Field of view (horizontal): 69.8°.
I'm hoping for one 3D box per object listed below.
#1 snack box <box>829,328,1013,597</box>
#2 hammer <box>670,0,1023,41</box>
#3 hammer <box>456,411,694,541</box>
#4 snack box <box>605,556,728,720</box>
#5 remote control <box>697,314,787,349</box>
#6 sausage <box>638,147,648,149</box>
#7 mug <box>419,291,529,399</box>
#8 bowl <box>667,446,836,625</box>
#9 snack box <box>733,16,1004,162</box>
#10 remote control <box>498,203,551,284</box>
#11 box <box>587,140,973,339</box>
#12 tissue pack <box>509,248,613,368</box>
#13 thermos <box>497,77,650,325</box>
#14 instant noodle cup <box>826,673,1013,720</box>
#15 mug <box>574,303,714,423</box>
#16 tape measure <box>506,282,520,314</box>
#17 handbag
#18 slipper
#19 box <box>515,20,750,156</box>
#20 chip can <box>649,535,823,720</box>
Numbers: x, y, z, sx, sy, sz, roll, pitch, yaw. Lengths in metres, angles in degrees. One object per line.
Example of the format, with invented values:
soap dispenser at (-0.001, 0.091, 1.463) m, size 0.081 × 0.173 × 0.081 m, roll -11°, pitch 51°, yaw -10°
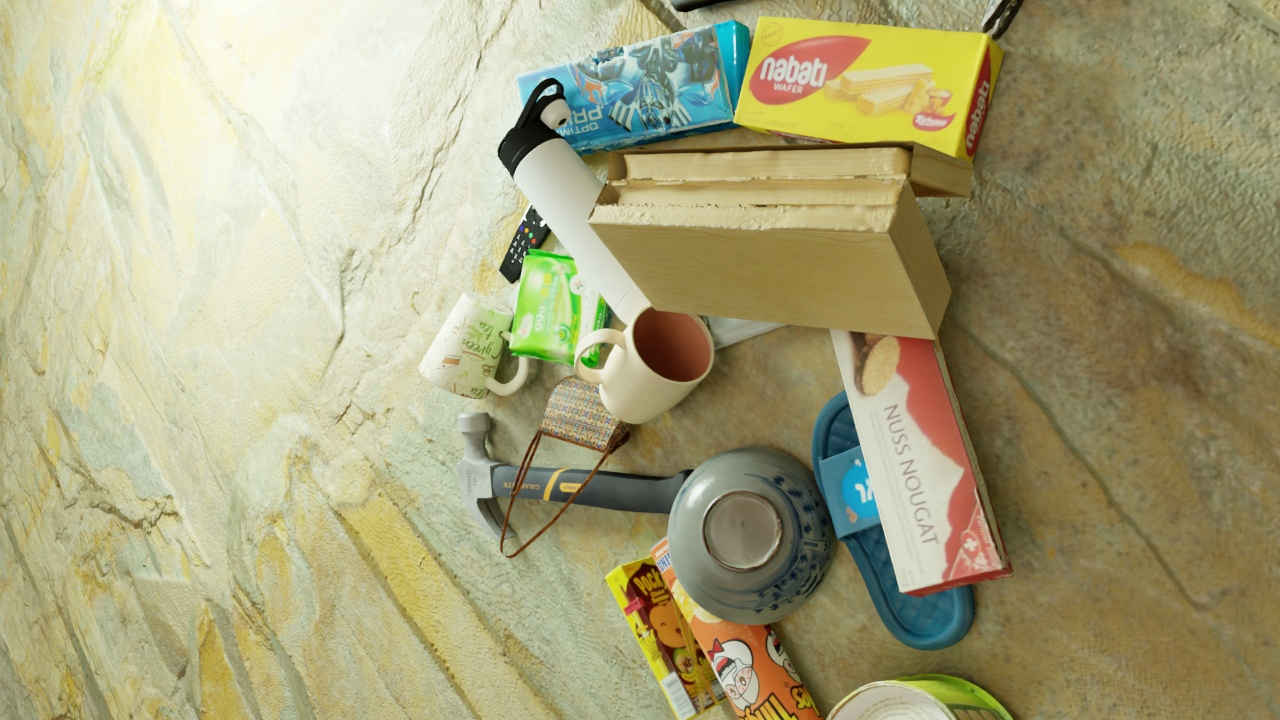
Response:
snack box at (0.195, 0.031, 0.680) m, size 0.077 × 0.044 × 0.272 m, roll -22°, pitch 63°, yaw 28°
hammer at (0.161, -0.319, 0.750) m, size 0.327 × 0.036 × 0.140 m, roll 6°, pitch 93°, yaw 38°
hammer at (-0.072, 0.122, 0.943) m, size 0.313 × 0.035 × 0.139 m, roll -2°, pitch 92°, yaw 37°
snack box at (0.026, 0.255, 0.852) m, size 0.026 × 0.061 × 0.149 m, roll -43°, pitch 67°, yaw 30°
remote control at (0.101, -0.048, 0.810) m, size 0.134 × 0.022 × 0.050 m, roll -20°, pitch 79°, yaw 37°
sausage at (0.044, -0.162, 0.840) m, size 0.156 × 0.040 × 0.040 m, roll 25°, pitch 106°, yaw 35°
mug at (-0.169, -0.010, 0.992) m, size 0.122 × 0.081 × 0.097 m, roll 32°, pitch 103°, yaw 27°
bowl at (0.088, 0.143, 0.767) m, size 0.151 × 0.057 × 0.150 m, roll -3°, pitch 76°, yaw 13°
snack box at (0.176, -0.218, 0.735) m, size 0.201 × 0.042 × 0.092 m, roll 21°, pitch 102°, yaw 35°
remote control at (-0.115, -0.138, 0.982) m, size 0.039 × 0.010 × 0.125 m, roll 47°, pitch 118°, yaw 27°
box at (0.099, -0.109, 0.688) m, size 0.249 × 0.140 × 0.148 m, roll 8°, pitch 74°, yaw 36°
tissue pack at (-0.078, -0.051, 0.925) m, size 0.100 × 0.034 × 0.114 m, roll 8°, pitch 88°, yaw 23°
thermos at (-0.043, -0.147, 0.864) m, size 0.101 × 0.068 × 0.230 m, roll -45°, pitch 77°, yaw 30°
instant noodle cup at (0.202, 0.301, 0.668) m, size 0.146 × 0.097 × 0.146 m, roll -18°, pitch 58°, yaw 33°
mug at (-0.005, 0.005, 0.833) m, size 0.105 × 0.111 × 0.085 m, roll 127°, pitch 152°, yaw -52°
tape measure at (-0.110, -0.061, 0.976) m, size 0.064 × 0.016 × 0.065 m, roll -48°, pitch 64°, yaw 28°
handbag at (-0.075, 0.106, 0.885) m, size 0.094 × 0.043 × 0.195 m, roll 13°, pitch 63°, yaw 32°
slipper at (0.192, 0.125, 0.724) m, size 0.104 × 0.059 × 0.213 m, roll -24°, pitch 78°, yaw 38°
box at (-0.015, -0.251, 0.866) m, size 0.244 × 0.066 × 0.091 m, roll 0°, pitch 92°, yaw 37°
chip can at (0.085, 0.245, 0.806) m, size 0.062 × 0.062 × 0.210 m, roll -43°, pitch 67°, yaw 30°
